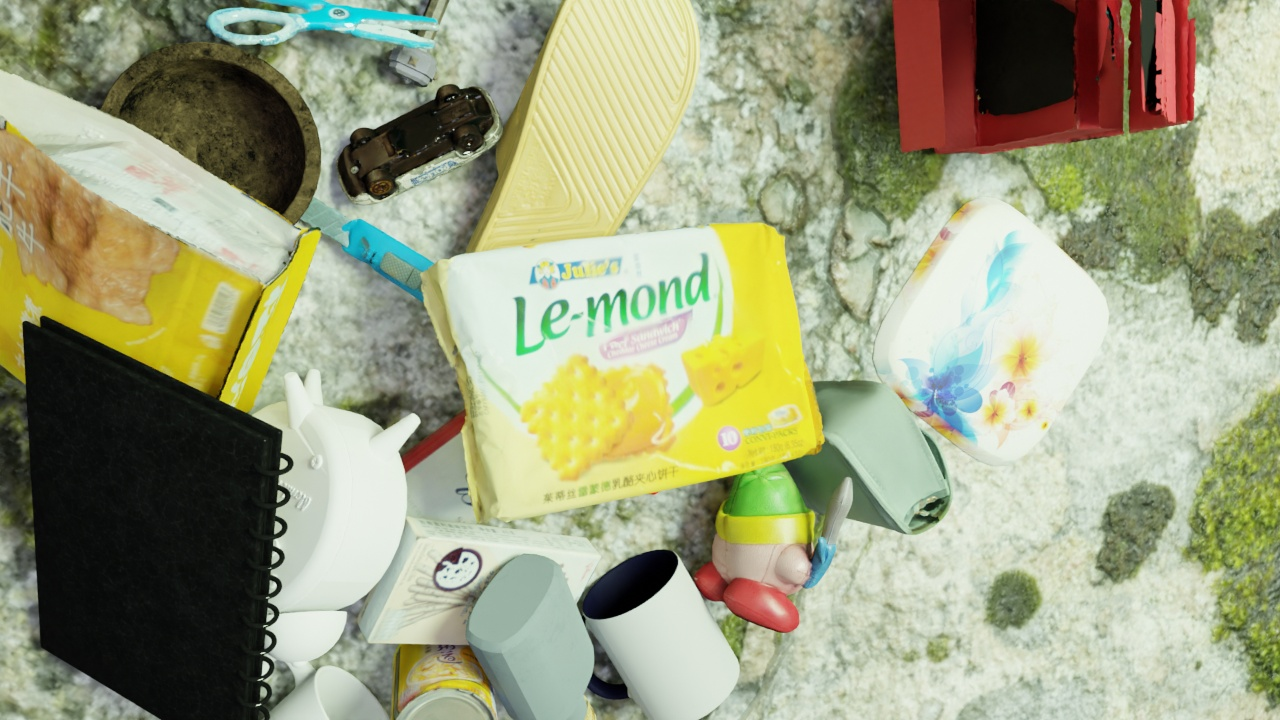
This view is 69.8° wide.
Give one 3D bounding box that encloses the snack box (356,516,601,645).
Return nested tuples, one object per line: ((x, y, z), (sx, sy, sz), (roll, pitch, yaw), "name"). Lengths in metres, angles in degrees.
((-0.103, 0.150, 0.611), (0.150, 0.026, 0.082), (18, 105, -42), "snack box")

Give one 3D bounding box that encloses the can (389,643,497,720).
((-0.131, 0.222, 0.607), (0.067, 0.105, 0.068), (-2, 99, -13), "can")

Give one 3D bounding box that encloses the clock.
((-0.211, 0.090, 0.554), (0.072, 0.125, 0.161), (23, 86, -56), "clock")

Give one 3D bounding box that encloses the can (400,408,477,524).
((-0.111, 0.068, 0.618), (0.170, 0.067, 0.067), (-37, 104, -10), "can")

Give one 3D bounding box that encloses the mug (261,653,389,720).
((-0.229, 0.249, 0.605), (0.087, 0.081, 0.114), (-40, 74, -3), "mug")

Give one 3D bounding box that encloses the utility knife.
((-0.155, -0.059, 0.597), (0.209, 0.015, 0.031), (32, 100, -1), "utility knife")

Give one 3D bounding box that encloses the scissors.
((-0.191, -0.219, 0.570), (0.141, 0.090, 0.014), (-3, 141, -15), "scissors")

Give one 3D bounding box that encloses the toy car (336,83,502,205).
((-0.143, -0.138, 0.598), (0.113, 0.040, 0.048), (-25, 68, 2), "toy car")

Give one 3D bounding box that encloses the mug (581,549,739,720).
((0.001, 0.206, 0.666), (0.112, 0.078, 0.097), (-25, 104, 16), "mug")

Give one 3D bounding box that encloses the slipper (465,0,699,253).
((-0.045, -0.135, 0.614), (0.099, 0.078, 0.264), (23, 106, -15), "slipper")

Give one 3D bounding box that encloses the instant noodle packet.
((-0.311, -0.055, 0.508), (0.221, 0.084, 0.163), (32, 124, -9), "instant noodle packet")

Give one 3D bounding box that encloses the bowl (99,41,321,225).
((-0.256, -0.126, 0.560), (0.121, 0.056, 0.121), (-2, 100, -14), "bowl")

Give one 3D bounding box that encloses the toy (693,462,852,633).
((0.085, 0.116, 0.650), (0.096, 0.124, 0.131), (24, 85, -22), "toy")

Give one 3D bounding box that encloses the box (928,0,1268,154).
((0.290, -0.250, 0.574), (0.124, 0.315, 0.211), (-5, 98, -5), "box")

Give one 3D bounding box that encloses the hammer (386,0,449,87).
((-0.090, -0.327, 0.602), (0.147, 0.028, 0.317), (22, 90, -16), "hammer")

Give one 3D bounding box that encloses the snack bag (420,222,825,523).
((-0.003, 0.003, 0.578), (0.247, 0.068, 0.159), (-9, 83, -18), "snack bag")

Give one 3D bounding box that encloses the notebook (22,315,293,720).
((-0.272, 0.109, 0.512), (0.169, 0.019, 0.232), (22, 116, 14), "notebook")

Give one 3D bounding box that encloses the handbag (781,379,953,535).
((0.153, 0.069, 0.665), (0.067, 0.122, 0.106), (-40, 102, -18), "handbag")

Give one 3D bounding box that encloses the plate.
((0.295, -0.021, 0.752), (0.187, 0.016, 0.187), (36, 85, -17), "plate")

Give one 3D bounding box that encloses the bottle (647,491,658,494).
((0.014, 0.036, 0.666), (0.036, 0.036, 0.119), (17, 90, -17), "bottle")

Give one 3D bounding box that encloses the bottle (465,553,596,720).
((-0.063, 0.205, 0.613), (0.072, 0.046, 0.161), (-54, 144, -38), "bottle")
